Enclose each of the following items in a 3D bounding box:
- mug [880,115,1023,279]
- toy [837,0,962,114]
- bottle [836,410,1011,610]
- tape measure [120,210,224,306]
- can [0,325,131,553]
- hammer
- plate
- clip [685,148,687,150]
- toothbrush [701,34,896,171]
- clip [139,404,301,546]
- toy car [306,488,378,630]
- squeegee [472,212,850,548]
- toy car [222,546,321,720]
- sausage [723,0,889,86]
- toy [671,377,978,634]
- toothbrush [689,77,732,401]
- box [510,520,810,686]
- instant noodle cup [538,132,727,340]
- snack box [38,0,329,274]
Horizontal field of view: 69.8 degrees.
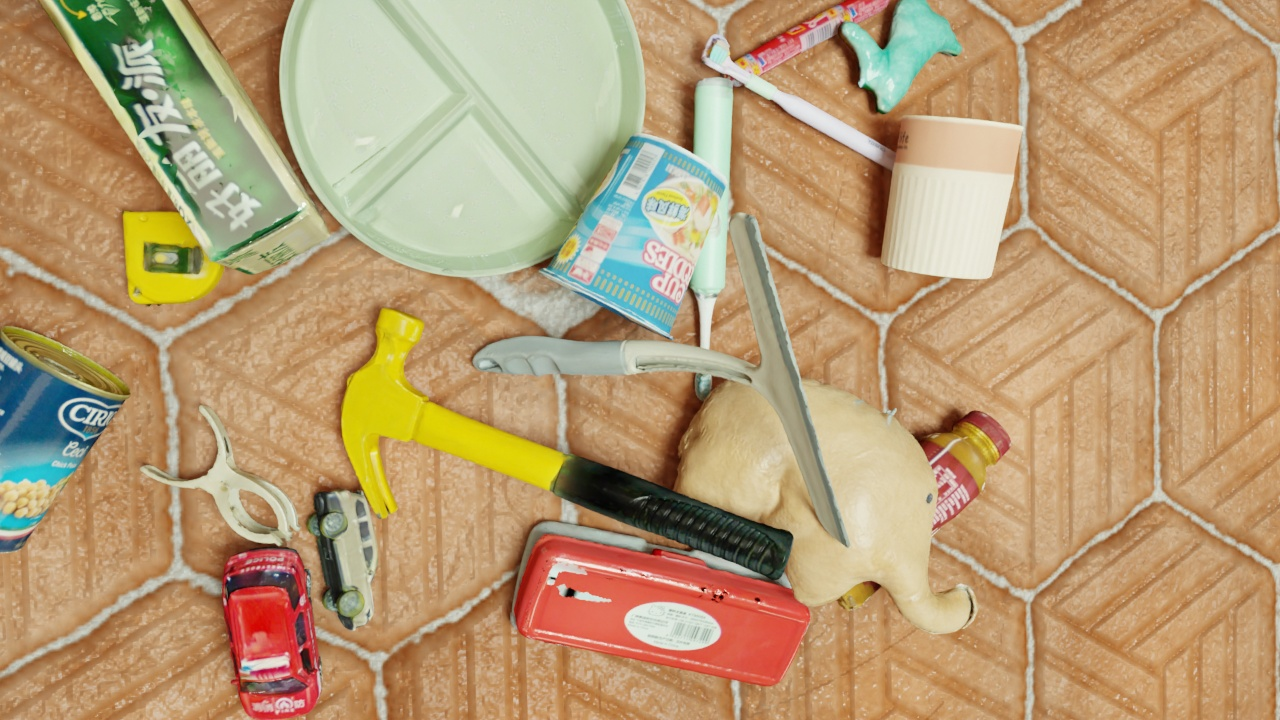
[{"bbox_3d":[0.228,-0.119,0.665,0.114,0.082,0.106,-12,113,-51],"label":"mug"},{"bbox_3d":[0.189,-0.230,0.677,0.096,0.030,0.092,36,82,-25],"label":"toy"},{"bbox_3d":[0.198,0.106,0.675,0.174,0.057,0.057,-39,100,-10],"label":"bottle"},{"bbox_3d":[-0.289,-0.064,0.567,0.057,0.029,0.060,-3,92,-14],"label":"tape measure"},{"bbox_3d":[-0.362,0.046,0.529,0.075,0.075,0.111,34,84,-12],"label":"can"},{"bbox_3d":[-0.050,0.073,0.584,0.301,0.033,0.129,19,94,5],"label":"hammer"},{"bbox_3d":[-0.105,-0.166,0.576,0.229,0.027,0.230,-10,114,-23],"label":"plate"},{"bbox_3d":[0.019,-0.126,0.649,0.041,0.014,0.056,42,81,-12],"label":"clip"},{"bbox_3d":[0.126,-0.178,0.660,0.189,0.021,0.029,23,66,-22],"label":"toothbrush"},{"bbox_3d":[-0.260,0.082,0.577,0.098,0.034,0.064,41,83,-6],"label":"clip"},{"bbox_3d":[-0.188,0.127,0.589,0.035,0.042,0.090,-8,88,-33],"label":"toy car"},{"bbox_3d":[-0.003,0.003,0.566,0.039,0.247,0.247,-56,138,-35],"label":"squeegee"},{"bbox_3d":[-0.229,0.174,0.569,0.053,0.045,0.121,-4,114,-10],"label":"toy car"},{"bbox_3d":[0.121,-0.236,0.667,0.155,0.020,0.020,-31,98,-11],"label":"sausage"},{"bbox_3d":[0.132,0.093,0.615,0.226,0.082,0.143,28,98,13],"label":"toy"},{"bbox_3d":[0.047,-0.082,0.644,0.026,0.027,0.224,2,99,0],"label":"toothbrush"},{"bbox_3d":[0.012,0.171,0.645,0.201,0.068,0.091,15,108,-13],"label":"box"},{"bbox_3d":[0.001,-0.084,0.596,0.099,0.099,0.110,26,92,-13],"label":"instant noodle cup"},{"bbox_3d":[-0.272,-0.167,0.525,0.063,0.114,0.240,-33,99,-10],"label":"snack box"}]
